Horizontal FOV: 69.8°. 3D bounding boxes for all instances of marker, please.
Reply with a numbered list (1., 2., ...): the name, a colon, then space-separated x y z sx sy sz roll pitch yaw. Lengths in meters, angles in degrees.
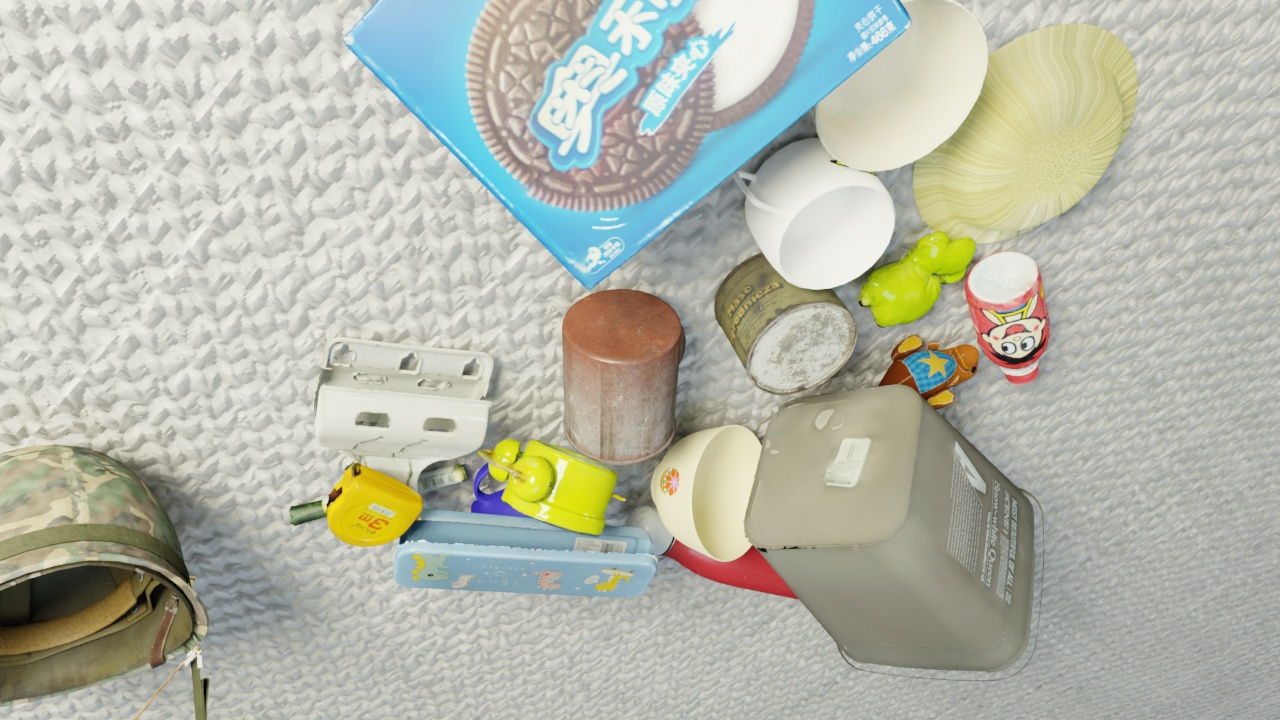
1. marker: -0.217 0.111 0.764 0.146 0.017 0.017 -14 134 -7

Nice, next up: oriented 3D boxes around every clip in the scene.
1. clip: -0.184 0.057 0.690 0.125 0.089 0.151 9 117 -23

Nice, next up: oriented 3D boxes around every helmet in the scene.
1. helmet: -0.396 0.183 0.611 0.192 0.236 0.225 6 126 -44

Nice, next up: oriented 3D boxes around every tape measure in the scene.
1. tape measure: -0.201 0.111 0.684 0.059 0.030 0.068 -41 128 21

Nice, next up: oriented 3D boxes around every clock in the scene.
1. clock: -0.071 0.095 0.704 0.119 0.083 0.057 23 87 -31

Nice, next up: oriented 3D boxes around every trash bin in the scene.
1. trash bin: 0.222 0.149 0.824 0.198 0.196 0.220 -11 137 40

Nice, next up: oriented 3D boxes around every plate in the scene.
1. plate: 0.300 -0.156 0.693 0.184 0.036 0.185 -10 134 -11

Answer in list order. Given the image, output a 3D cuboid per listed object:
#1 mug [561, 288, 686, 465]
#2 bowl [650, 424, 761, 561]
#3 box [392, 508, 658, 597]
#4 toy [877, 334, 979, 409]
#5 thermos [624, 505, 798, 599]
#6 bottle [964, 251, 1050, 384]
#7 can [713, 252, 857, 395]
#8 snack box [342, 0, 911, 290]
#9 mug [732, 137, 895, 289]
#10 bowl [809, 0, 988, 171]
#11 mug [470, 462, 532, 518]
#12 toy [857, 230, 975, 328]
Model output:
1. mug: -0.004 0.004 0.705 0.122 0.096 0.110 -39 150 -37
2. bowl: 0.052 0.114 0.818 0.074 0.117 0.118 1 151 41
3. box: -0.090 0.166 0.732 0.209 0.052 0.067 8 116 -13
4. toy: 0.260 0.020 0.844 0.090 0.070 0.103 -16 159 -23
5. thermos: 0.087 0.184 0.902 0.239 0.073 0.073 19 122 -32
6. bottle: 0.325 -0.029 0.802 0.062 0.062 0.137 -29 133 7
7. can: 0.111 -0.031 0.714 0.089 0.074 0.090 -11 133 -12
8. snack box: -0.007 -0.185 0.502 0.239 0.056 0.195 -38 114 17
9. mug: 0.117 -0.107 0.649 0.115 0.068 0.094 13 125 -29
10. bowl: 0.155 -0.188 0.592 0.115 0.062 0.115 -10 134 -11
11. mug: -0.098 0.129 0.788 0.083 0.079 0.111 -23 112 1
12. toy: 0.225 -0.066 0.750 0.094 0.036 0.094 3 126 -27
